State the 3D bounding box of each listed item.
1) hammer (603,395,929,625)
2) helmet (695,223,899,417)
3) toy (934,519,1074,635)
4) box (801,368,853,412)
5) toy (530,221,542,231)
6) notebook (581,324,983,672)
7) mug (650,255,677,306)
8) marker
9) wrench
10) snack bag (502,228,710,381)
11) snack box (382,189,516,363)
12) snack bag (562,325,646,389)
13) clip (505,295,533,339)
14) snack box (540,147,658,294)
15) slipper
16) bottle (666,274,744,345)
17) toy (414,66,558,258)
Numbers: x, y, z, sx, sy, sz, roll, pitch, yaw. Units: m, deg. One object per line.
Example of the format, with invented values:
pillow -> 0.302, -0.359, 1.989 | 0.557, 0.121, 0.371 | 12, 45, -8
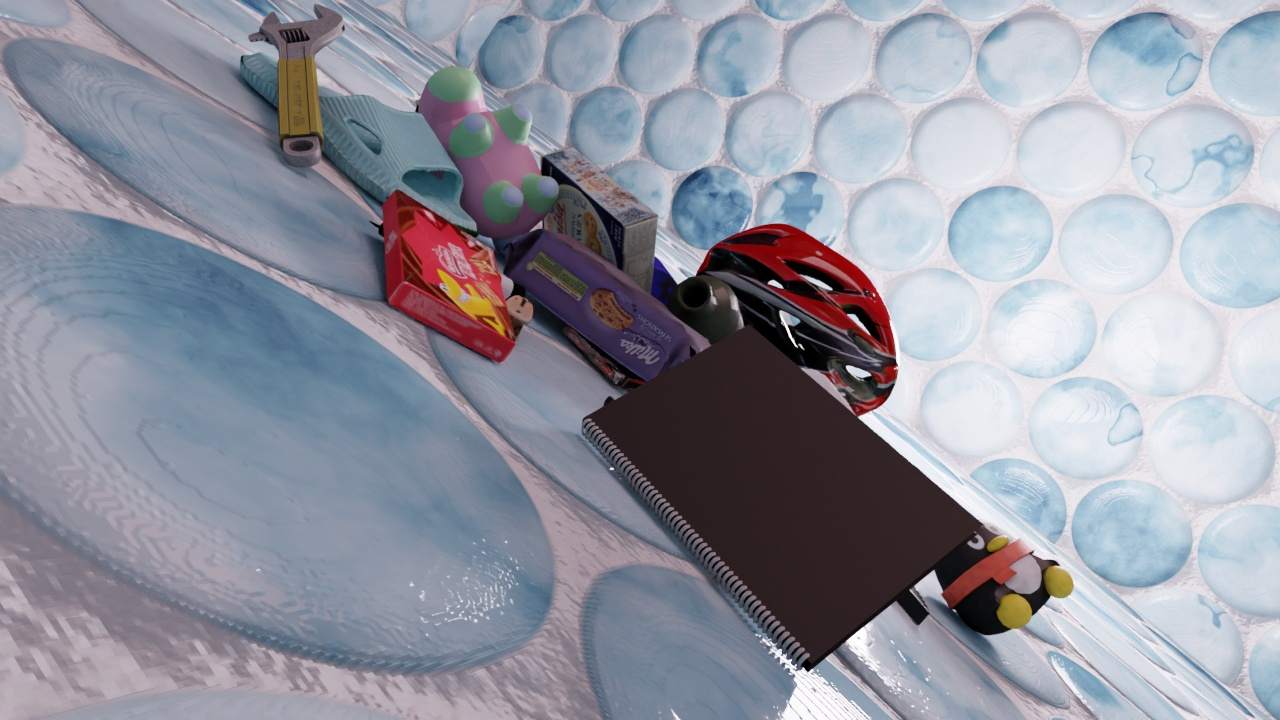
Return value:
hammer -> 0.104, 0.116, 0.736 | 0.325, 0.015, 0.095 | 33, 13, -20
helmet -> 0.171, -0.028, 1.072 | 0.272, 0.218, 0.166 | 39, 45, 9
toy -> 0.328, 0.200, 0.874 | 0.097, 0.100, 0.119 | -22, 62, -24
box -> 0.108, 0.060, 0.644 | 0.103, 0.130, 0.110 | 18, 24, -48
toy -> -0.141, -0.168, 1.071 | 0.076, 0.037, 0.125 | 31, 9, -12
notebook -> 0.082, 0.072, 0.571 | 0.206, 0.148, 0.016 | 44, -30, 31
mug -> 0.010, -0.064, 1.027 | 0.111, 0.079, 0.083 | 47, 7, -22
marker -> -0.148, -0.077, 0.713 | 0.145, 0.019, 0.019 | 27, 16, -45
wrench -> -0.285, -0.239, 0.773 | 0.083, 0.018, 0.273 | -8, 45, -17
snack bag -> -0.019, -0.043, 0.798 | 0.205, 0.058, 0.096 | 36, 10, 11
snack box -> -0.134, -0.060, 0.633 | 0.089, 0.021, 0.132 | 31, 22, -33
snack bag -> -0.005, 0.005, 0.835 | 0.074, 0.018, 0.155 | 44, 12, 28
clip -> -0.093, -0.035, 0.689 | 0.025, 0.047, 0.062 | 37, -17, -5
snack box -> -0.045, -0.114, 0.910 | 0.042, 0.145, 0.145 | -25, 50, -28
slipper -> -0.246, -0.206, 0.820 | 0.276, 0.069, 0.115 | 40, 14, 14
bottle -> 0.064, -0.042, 0.907 | 0.071, 0.071, 0.207 | 40, -1, 13
toy -> -0.161, -0.186, 0.910 | 0.171, 0.119, 0.222 | -24, -92, 59
